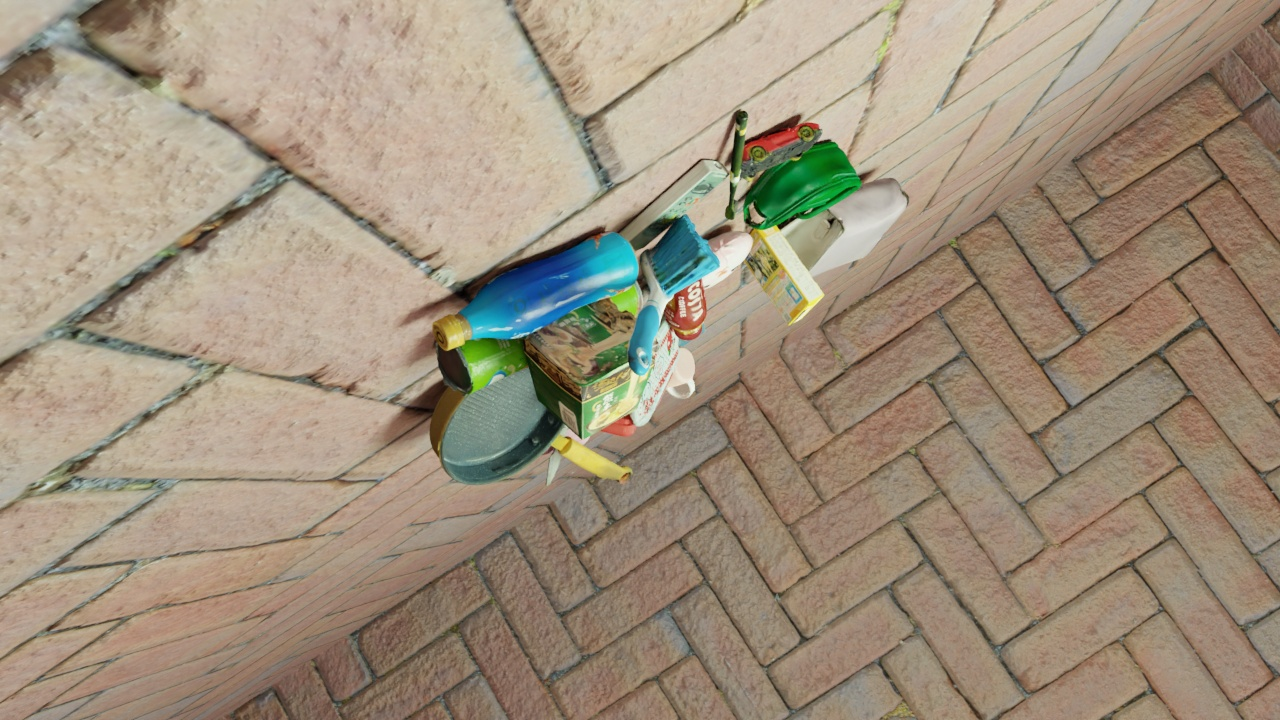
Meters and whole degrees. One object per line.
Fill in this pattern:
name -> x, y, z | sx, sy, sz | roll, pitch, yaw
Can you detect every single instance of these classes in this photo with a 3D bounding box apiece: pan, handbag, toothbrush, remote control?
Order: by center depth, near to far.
toothbrush -> 0.100, -0.200, 0.954 | 0.017, 0.012, 0.186 | -58, 167, -18
remote control -> 0.033, -0.164, 0.979 | 0.135, 0.019, 0.056 | -38, 170, 26
handbag -> 0.202, -0.211, 1.147 | 0.131, 0.068, 0.120 | -24, 168, -41
pan -> -0.124, 0.103, 1.218 | 0.198, 0.078, 0.357 | -51, 146, 6
handbag -> 0.305, -0.207, 1.411 | 0.196, 0.098, 0.145 | -24, 168, -39

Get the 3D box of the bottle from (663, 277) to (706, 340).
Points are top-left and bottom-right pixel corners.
bottle -> 0.054, -0.085, 1.175 | 0.057, 0.057, 0.175 | -32, 151, -9

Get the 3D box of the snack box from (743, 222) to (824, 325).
snack box -> 0.204, -0.128, 1.343 | 0.033, 0.140, 0.087 | -31, 169, -20

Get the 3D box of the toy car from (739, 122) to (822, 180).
toy car -> 0.147, -0.228, 0.987 | 0.106, 0.031, 0.049 | -24, 169, -14

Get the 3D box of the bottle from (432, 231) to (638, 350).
bottle -> -0.102, -0.065, 0.900 | 0.218, 0.065, 0.065 | -27, 168, -32

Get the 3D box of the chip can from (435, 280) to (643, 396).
chip can -> -0.107, -0.037, 1.000 | 0.235, 0.072, 0.072 | -26, 168, -34

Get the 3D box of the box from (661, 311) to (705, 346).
box -> 0.050, -0.057, 1.441 | 0.090, 0.061, 0.184 | -33, 169, 3

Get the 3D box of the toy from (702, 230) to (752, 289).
toy -> 0.097, -0.132, 1.263 | 0.121, 0.054, 0.159 | -32, 178, -3

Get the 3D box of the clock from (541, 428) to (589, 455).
clock -> -0.141, 0.084, 1.365 | 0.158, 0.117, 0.060 | -27, 147, -31

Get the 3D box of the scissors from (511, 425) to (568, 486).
scissors -> -0.103, 0.083, 1.303 | 0.188, 0.015, 0.223 | -17, 130, -39

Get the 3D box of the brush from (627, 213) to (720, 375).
brush -> 0.030, -0.074, 0.935 | 0.109, 0.060, 0.314 | -36, -162, 10

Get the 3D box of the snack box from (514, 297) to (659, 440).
snack box -> -0.055, 0.012, 0.948 | 0.117, 0.118, 0.106 | -28, 140, -32

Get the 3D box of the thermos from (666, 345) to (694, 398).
thermos -> -0.007, 0.028, 1.400 | 0.199, 0.087, 0.067 | -11, -153, 36

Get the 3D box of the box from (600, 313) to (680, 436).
box -> -0.006, 0.006, 1.222 | 0.200, 0.095, 0.102 | -60, 162, -56
